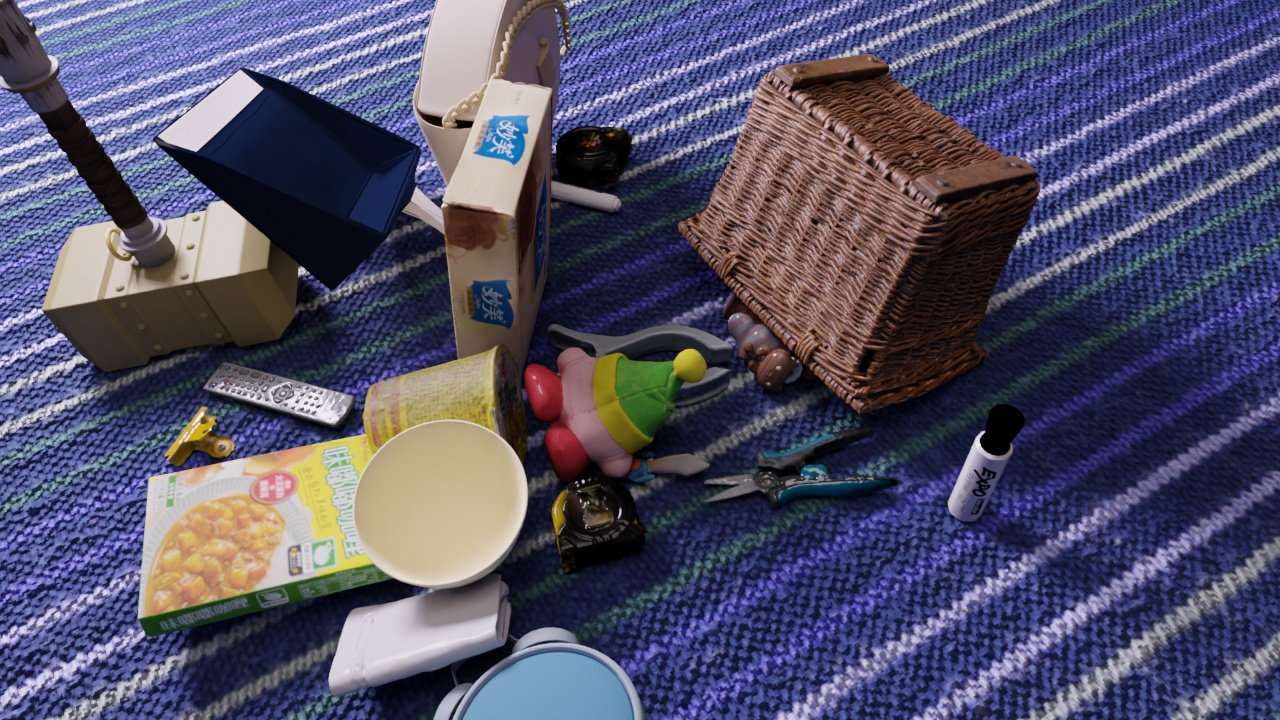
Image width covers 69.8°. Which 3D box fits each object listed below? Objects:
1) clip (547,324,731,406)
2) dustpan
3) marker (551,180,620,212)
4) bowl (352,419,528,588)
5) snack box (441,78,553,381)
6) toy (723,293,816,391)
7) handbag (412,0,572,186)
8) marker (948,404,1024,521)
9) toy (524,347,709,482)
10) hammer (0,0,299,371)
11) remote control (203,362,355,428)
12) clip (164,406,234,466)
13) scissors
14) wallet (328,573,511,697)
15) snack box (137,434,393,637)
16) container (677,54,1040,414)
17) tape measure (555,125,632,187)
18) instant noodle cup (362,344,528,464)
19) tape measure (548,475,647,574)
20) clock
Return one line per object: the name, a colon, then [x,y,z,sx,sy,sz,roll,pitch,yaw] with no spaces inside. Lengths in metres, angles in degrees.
clip: [-0.006,0.015,0.769,0.163,0.028,0.107,3,50,7]
dustpan: [-0.256,-0.161,0.831,0.080,0.273,0.236,-38,27,16]
marker: [-0.082,-0.171,0.929,0.134,0.017,0.020,16,27,16]
bowl: [-0.134,0.111,0.650,0.118,0.074,0.117,0,62,0]
snack box: [-0.111,-0.097,0.748,0.055,0.208,0.153,9,52,0]
toy: [0.102,-0.015,0.779,0.054,0.042,0.102,-21,58,-42]
handbag: [-0.140,-0.256,0.850,0.103,0.211,0.208,11,69,8]
marker: [0.242,0.073,0.645,0.025,0.126,0.025,-1,51,2]
toy: [-0.013,0.039,0.702,0.131,0.097,0.124,-17,81,-7]
hammer: [-0.422,-0.143,0.724,0.190,0.325,0.100,-11,51,-2]
remote control: [-0.308,0.029,0.783,0.136,0.013,0.033,14,54,14]
clip: [-0.361,0.060,0.751,0.046,0.035,0.052,9,50,20]
scissors: [0.129,0.086,0.710,0.149,0.019,0.122,19,55,20]
wallet: [-0.145,0.186,0.615,0.116,0.032,0.086,-14,15,3]
snack box: [-0.274,0.122,0.677,0.168,0.027,0.132,-11,43,-15]
container: [0.180,-0.117,0.741,0.161,0.184,0.250,-18,53,-32]
tape measure: [-0.051,-0.210,0.945,0.072,0.042,0.071,12,53,7]
instant noodle cup: [-0.150,0.044,0.714,0.108,0.102,0.102,-8,51,5]
tape measure: [-0.033,0.117,0.682,0.067,0.038,0.062,-14,52,-7]
clock: [-0.063,0.233,0.573,0.121,0.075,0.161,-33,44,-21]
